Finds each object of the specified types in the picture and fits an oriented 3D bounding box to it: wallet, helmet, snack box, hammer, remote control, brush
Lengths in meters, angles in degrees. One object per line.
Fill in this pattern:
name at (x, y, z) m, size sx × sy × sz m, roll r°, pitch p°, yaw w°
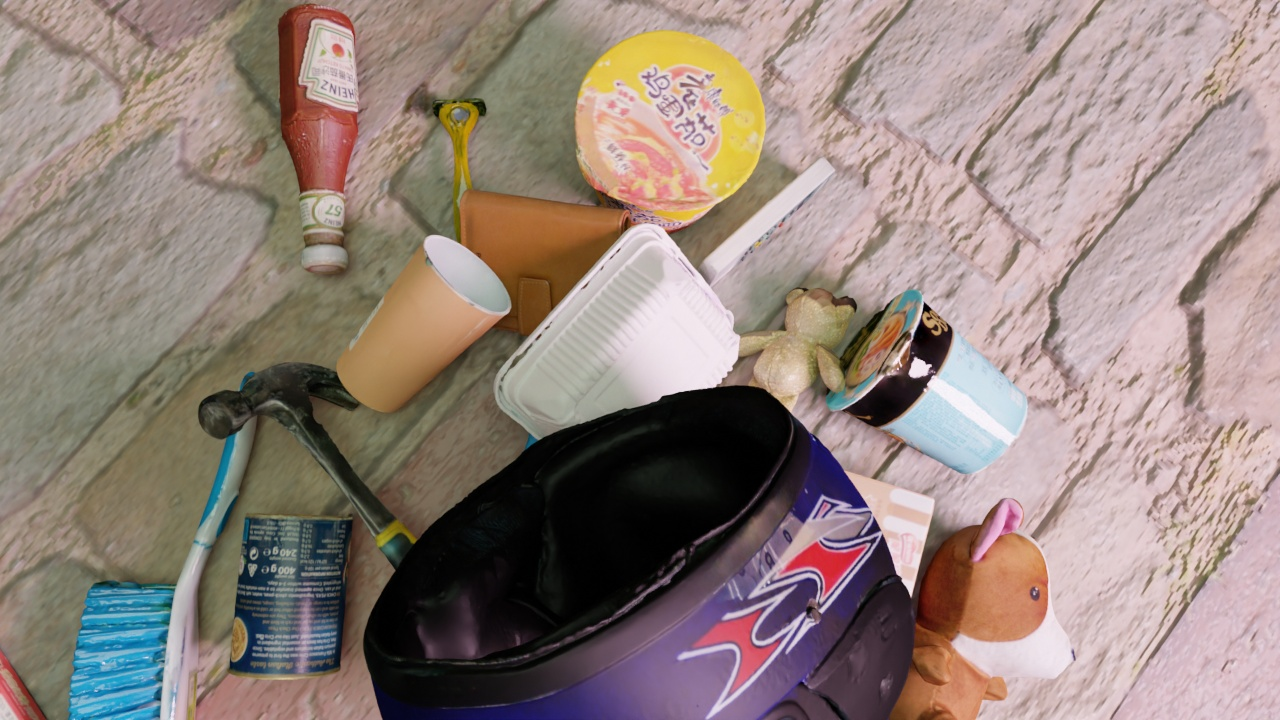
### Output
wallet at (-0.074, -0.069, 0.694) m, size 0.132 × 0.031 × 0.108 m, roll 11°, pitch 112°, yaw 16°
helmet at (0.015, 0.171, 0.515) m, size 0.248 × 0.314 × 0.240 m, roll -7°, pitch 108°, yaw 35°
snack box at (0.153, 0.135, 0.688) m, size 0.094 × 0.077 × 0.092 m, roll 17°, pitch 80°, yaw -1°
hammer at (-0.166, 0.135, 0.654) m, size 0.032 × 0.125 × 0.323 m, roll -37°, pitch 92°, yaw 27°
remote control at (0.097, -0.107, 0.732) m, size 0.135 × 0.056 × 0.019 m, roll -42°, pitch 87°, yaw -10°
snack box at (-0.476, 0.254, 0.648) m, size 0.075 × 0.025 × 0.153 m, roll -37°, pitch 85°, yaw -8°
brush at (-0.340, 0.162, 0.663) m, size 0.109 × 0.061 × 0.314 m, roll 0°, pitch 79°, yaw -10°

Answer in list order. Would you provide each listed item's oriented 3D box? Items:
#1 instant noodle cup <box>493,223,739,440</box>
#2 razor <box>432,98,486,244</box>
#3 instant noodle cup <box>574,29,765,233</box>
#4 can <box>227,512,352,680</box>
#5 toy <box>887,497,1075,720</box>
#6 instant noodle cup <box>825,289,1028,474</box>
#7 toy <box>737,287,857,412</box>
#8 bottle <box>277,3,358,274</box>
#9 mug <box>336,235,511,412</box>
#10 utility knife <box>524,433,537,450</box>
instant noodle cup at (-0.004, 0.004, 0.665) m, size 0.173 × 0.060 × 0.138 m, roll -49°, pitch 127°, yaw -6°
razor at (-0.142, -0.146, 0.736) m, size 0.043 × 0.028 × 0.132 m, roll -3°, pitch 83°, yaw -9°
instant noodle cup at (0.017, -0.164, 0.707) m, size 0.138 × 0.110 × 0.138 m, roll 1°, pitch 81°, yaw -5°
can at (-0.248, 0.164, 0.654) m, size 0.075 × 0.075 × 0.111 m, roll 3°, pitch 81°, yaw -4°
toy at (0.241, 0.204, 0.665) m, size 0.130 × 0.140 × 0.199 m, roll 20°, pitch 75°, yaw 26°
instant noodle cup at (0.223, 0.025, 0.701) m, size 0.120 × 0.111 × 0.111 m, roll 35°, pitch 80°, yaw -6°
toy at (0.114, 0.016, 0.717) m, size 0.105 × 0.066 × 0.157 m, roll 22°, pitch 82°, yaw 42°
bottle at (-0.248, -0.170, 0.713) m, size 0.060 × 0.060 × 0.206 m, roll -4°, pitch 82°, yaw -5°
mug at (-0.164, -0.022, 0.672) m, size 0.123 × 0.078 × 0.078 m, roll -43°, pitch 86°, yaw 18°
utility knife at (-0.095, 0.136, 0.698) m, size 0.034 × 0.018 × 0.236 m, roll 17°, pitch 83°, yaw 10°
